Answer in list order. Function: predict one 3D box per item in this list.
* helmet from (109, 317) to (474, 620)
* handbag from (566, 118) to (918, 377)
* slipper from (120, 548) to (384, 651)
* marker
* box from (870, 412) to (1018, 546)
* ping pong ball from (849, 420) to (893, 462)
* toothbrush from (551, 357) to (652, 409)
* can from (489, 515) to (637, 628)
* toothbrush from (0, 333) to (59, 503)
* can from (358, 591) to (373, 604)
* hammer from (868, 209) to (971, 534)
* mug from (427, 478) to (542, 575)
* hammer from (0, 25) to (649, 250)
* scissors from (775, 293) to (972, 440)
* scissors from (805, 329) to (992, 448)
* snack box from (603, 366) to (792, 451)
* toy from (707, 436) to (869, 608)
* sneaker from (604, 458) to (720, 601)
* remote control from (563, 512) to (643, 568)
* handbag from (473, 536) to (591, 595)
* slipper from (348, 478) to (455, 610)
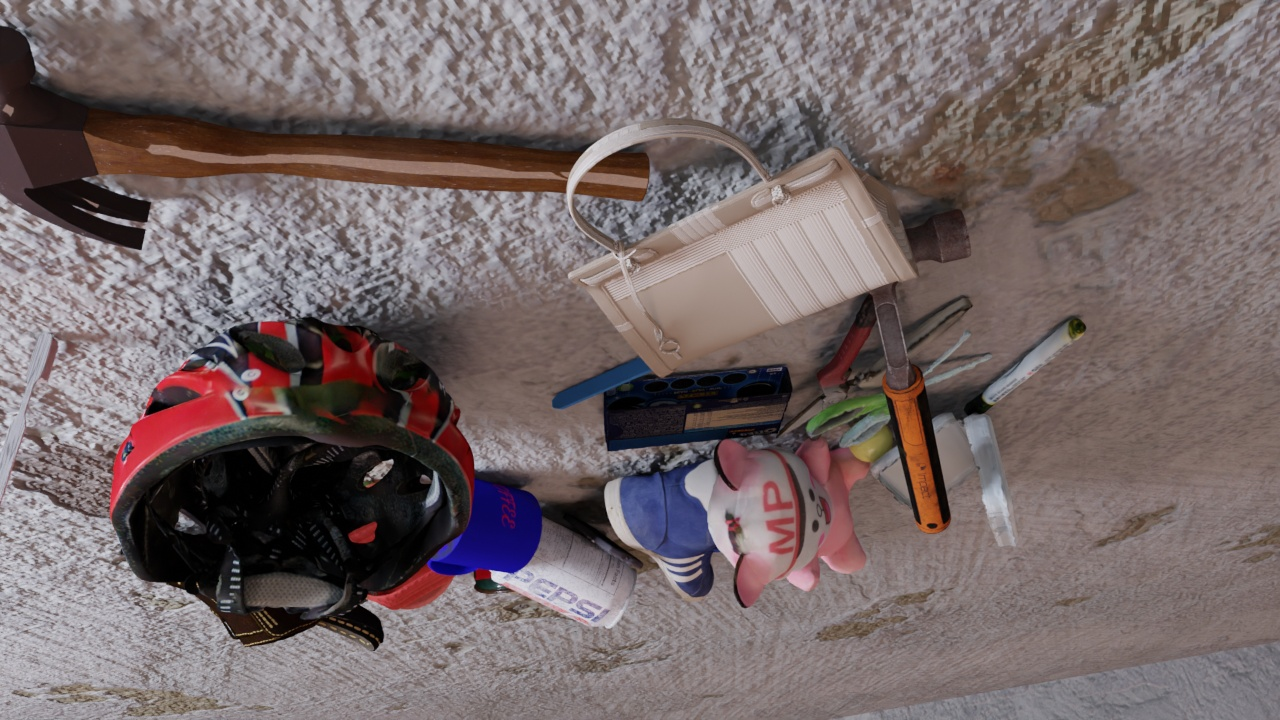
[{"bbox_3d":[-0.223,0.068,0.607,0.217,0.166,0.273,11,146,-28],"label":"helmet"},{"bbox_3d":[0.037,-0.074,0.509,0.176,0.062,0.197,-22,151,24],"label":"handbag"},{"bbox_3d":[-0.385,0.243,0.907,0.267,0.075,0.113,29,150,-18],"label":"slipper"},{"bbox_3d":[0.321,0.010,0.772,0.017,0.017,0.147,3,148,-18],"label":"marker"},{"bbox_3d":[0.284,0.120,0.873,0.125,0.106,0.215,-10,156,20],"label":"box"},{"bbox_3d":[0.208,0.073,0.833,0.040,0.040,0.040,-5,150,-3],"label":"ping pong ball"},{"bbox_3d":[-0.004,0.004,0.694,0.167,0.016,0.014,-24,146,27],"label":"toothbrush"},{"bbox_3d":[-0.078,0.214,0.935,0.136,0.078,0.078,28,141,-10],"label":"can"},{"bbox_3d":[-0.382,0.066,0.555,0.010,0.181,0.010,0,153,-2],"label":"toothbrush"},{"bbox_3d":[-0.313,0.211,0.946,0.054,0.054,0.136,-7,150,0],"label":"can"},{"bbox_3d":[0.185,0.032,0.681,0.138,0.034,0.315,-13,132,15],"label":"hammer"},{"bbox_3d":[-0.159,0.163,0.862,0.083,0.079,0.111,21,121,-40],"label":"mug"},{"bbox_3d":[-0.155,-0.102,0.467,0.322,0.033,0.116,1,147,-14],"label":"hammer"},{"bbox_3d":[0.172,0.004,0.713,0.179,0.015,0.187,-24,146,12],"label":"scissors"},{"bbox_3d":[0.210,0.029,0.753,0.171,0.023,0.168,-19,149,-8],"label":"scissors"},{"bbox_3d":[0.045,0.041,0.756,0.150,0.027,0.082,-5,152,-5],"label":"snack box"},{"bbox_3d":[0.133,0.137,0.822,0.084,0.142,0.212,2,-179,38],"label":"toy"},{"bbox_3d":[0.069,0.166,0.925,0.119,0.091,0.233,-20,139,17],"label":"sneaker"},{"bbox_3d":[-0.041,0.180,0.921,0.046,0.009,0.124,34,172,-27],"label":"remote control"},{"bbox_3d":[-0.106,0.234,1.040,0.166,0.063,0.139,-2,166,-17],"label":"handbag"},{"bbox_3d":[-0.235,0.199,0.910,0.103,0.059,0.249,-26,147,-13],"label":"slipper"}]
